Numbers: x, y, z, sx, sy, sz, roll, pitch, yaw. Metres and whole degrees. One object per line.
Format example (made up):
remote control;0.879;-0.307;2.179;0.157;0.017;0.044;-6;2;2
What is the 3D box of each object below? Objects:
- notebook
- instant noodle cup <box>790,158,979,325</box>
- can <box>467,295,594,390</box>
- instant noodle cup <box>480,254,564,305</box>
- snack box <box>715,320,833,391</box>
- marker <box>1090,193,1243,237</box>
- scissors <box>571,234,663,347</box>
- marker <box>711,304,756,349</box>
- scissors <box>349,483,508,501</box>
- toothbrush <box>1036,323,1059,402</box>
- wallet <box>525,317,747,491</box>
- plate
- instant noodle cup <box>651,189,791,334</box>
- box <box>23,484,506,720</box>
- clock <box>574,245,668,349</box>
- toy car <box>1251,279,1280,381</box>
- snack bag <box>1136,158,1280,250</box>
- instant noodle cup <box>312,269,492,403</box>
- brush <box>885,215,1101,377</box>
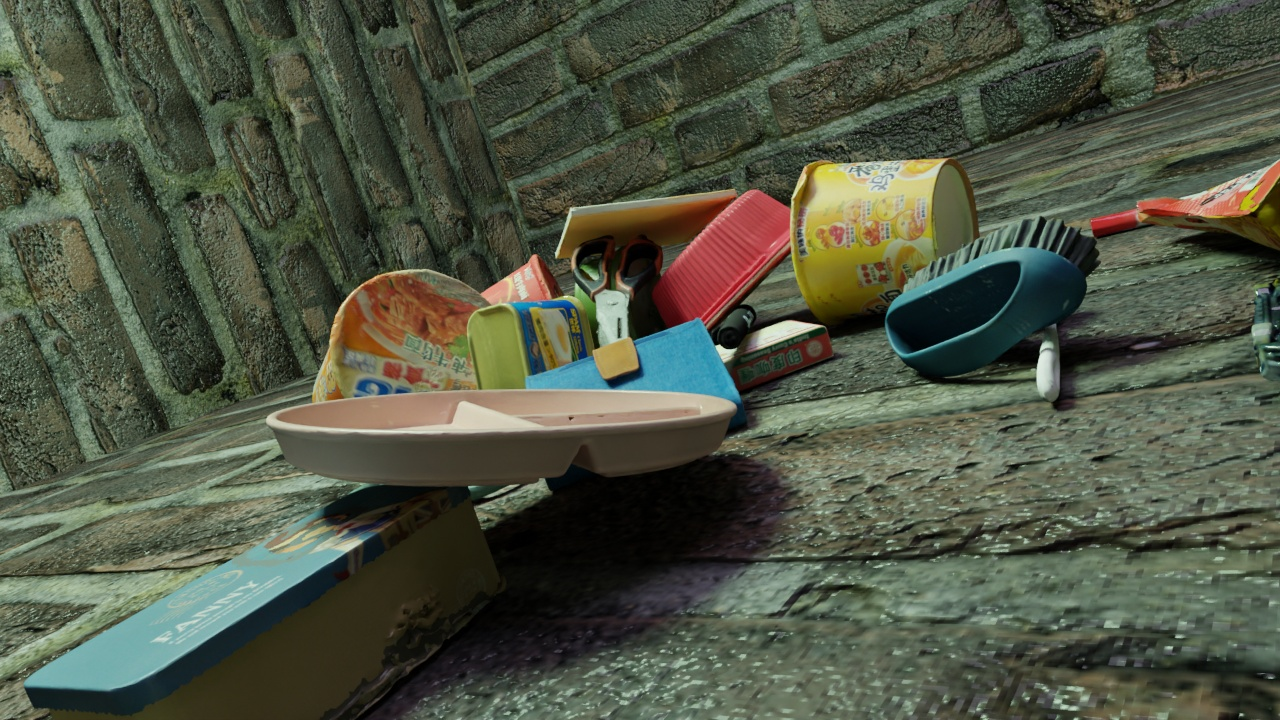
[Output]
notebook;-0.004;-0.125;0.868;0.146;0.010;0.206;-8;-2;-8
instant noodle cup;0.198;-0.098;0.729;0.110;0.138;0.137;-1;18;38
can;-0.079;0.004;0.691;0.057;0.102;0.083;-13;-2;32
instant noodle cup;-0.113;-0.015;0.860;0.108;0.138;0.138;-27;9;2
snack box;0.057;0.008;0.684;0.155;0.027;0.077;-20;9;-8
marker;0.438;-0.124;0.730;0.146;0.017;0.017;-12;11;35
scissors;-0.008;-0.054;0.748;0.181;0.015;0.209;-28;38;-30
marker;0.072;-0.026;0.696;0.022;0.020;0.131;-5;9;12
scissors;-0.144;0.088;0.644;0.174;0.019;0.170;-25;12;-31
toothbrush;0.217;-0.008;0.495;0.016;0.016;0.179;-23;6;27
wallet;-0.007;0.025;0.598;0.133;0.040;0.106;-19;35;-1
plate;-0.066;0.035;0.465;0.229;0.028;0.229;0;3;0
instant noodle cup;0.076;-0.083;0.819;0.193;0.066;0.194;-46;-3;-4
box;-0.143;0.110;0.369;0.090;0.063;0.183;-13;9;32
clock;-0.011;-0.053;0.896;0.056;0.116;0.161;-9;8;21
toy car;0.270;-0.012;0.360;0.049;0.031;0.105;-13;9;37
snack bag;0.393;-0.101;0.558;0.129;0.073;0.207;-11;6;19
instant noodle cup;-0.185;0.019;0.727;0.151;0.151;0.112;-27;-6;-41
brush;0.186;-0.027;0.513;0.073;0.055;0.144;-58;9;-19
